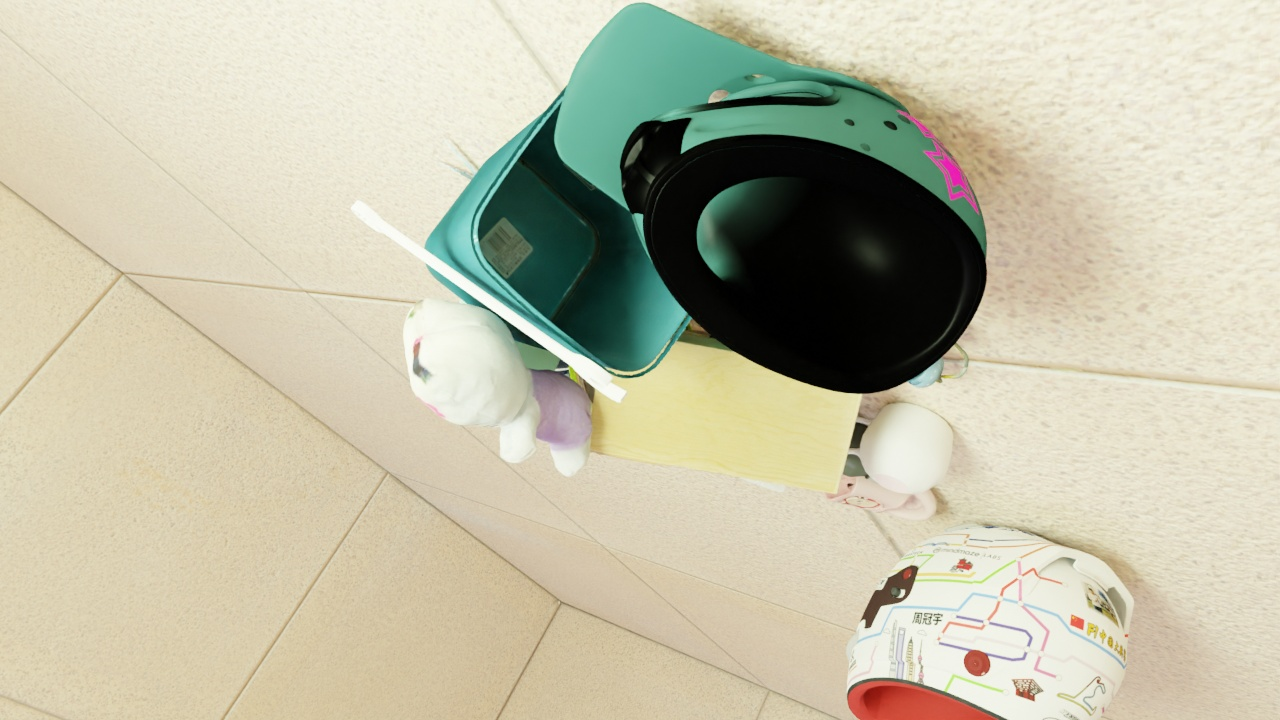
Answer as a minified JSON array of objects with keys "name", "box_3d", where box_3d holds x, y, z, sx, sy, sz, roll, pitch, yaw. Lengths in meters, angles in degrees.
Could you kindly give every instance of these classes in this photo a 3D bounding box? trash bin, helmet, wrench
[{"name":"trash bin","box_3d":[-0.070,-0.107,0.806,0.196,0.199,0.219,41,163,-24]},{"name":"helmet","box_3d":[0.084,-0.105,0.591,0.274,0.200,0.177,24,117,-20]},{"name":"wrench","box_3d":[-0.122,-0.049,0.714,0.273,0.009,0.047,35,169,13]},{"name":"helmet","box_3d":[0.385,0.305,1.040,0.231,0.235,0.315,34,151,-19]}]

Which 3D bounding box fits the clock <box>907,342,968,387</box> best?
[{"name":"clock","box_3d":[0.223,-0.018,0.795,0.124,0.051,0.089,23,155,18]}]

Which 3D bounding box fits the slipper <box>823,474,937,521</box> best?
[{"name":"slipper","box_3d":[0.243,0.140,1.093,0.221,0.055,0.107,25,158,-3]}]

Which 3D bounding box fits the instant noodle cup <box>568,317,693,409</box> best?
[{"name":"instant noodle cup","box_3d":[-0.006,0.006,0.979,0.146,0.146,0.098,32,-173,-5]}]

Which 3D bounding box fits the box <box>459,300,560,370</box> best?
[{"name":"box","box_3d":[-0.125,-0.055,0.958,0.112,0.187,0.078,35,156,-33]}]

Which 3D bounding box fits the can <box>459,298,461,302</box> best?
[{"name":"can","box_3d":[-0.160,-0.049,1.170,0.079,0.078,0.146,7,149,44]}]

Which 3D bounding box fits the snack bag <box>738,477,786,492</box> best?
[{"name":"snack bag","box_3d":[0.136,0.134,1.196,0.077,0.036,0.116,21,180,-22]}]

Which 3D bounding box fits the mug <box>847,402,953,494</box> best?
[{"name":"mug","box_3d":[0.258,0.091,0.953,0.124,0.076,0.090,14,153,35]}]

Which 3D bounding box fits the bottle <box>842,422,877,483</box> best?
[{"name":"bottle","box_3d":[0.224,0.092,1.021,0.108,0.060,0.060,28,158,5]}]

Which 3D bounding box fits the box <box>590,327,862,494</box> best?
[{"name":"box","box_3d":[0.080,0.041,0.897,0.249,0.128,0.091,10,-163,0]}]

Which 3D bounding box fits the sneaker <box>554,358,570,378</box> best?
[{"name":"sneaker","box_3d":[-0.088,-0.021,1.079,0.151,0.097,0.253,-11,126,11]}]

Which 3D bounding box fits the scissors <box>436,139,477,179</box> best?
[{"name":"scissors","box_3d":[-0.163,-0.182,0.973,0.127,0.014,0.127,23,159,13]}]

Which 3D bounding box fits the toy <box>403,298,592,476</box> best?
[{"name":"toy","box_3d":[-0.119,0.024,0.805,0.209,0.085,0.137,35,-163,-49]}]
